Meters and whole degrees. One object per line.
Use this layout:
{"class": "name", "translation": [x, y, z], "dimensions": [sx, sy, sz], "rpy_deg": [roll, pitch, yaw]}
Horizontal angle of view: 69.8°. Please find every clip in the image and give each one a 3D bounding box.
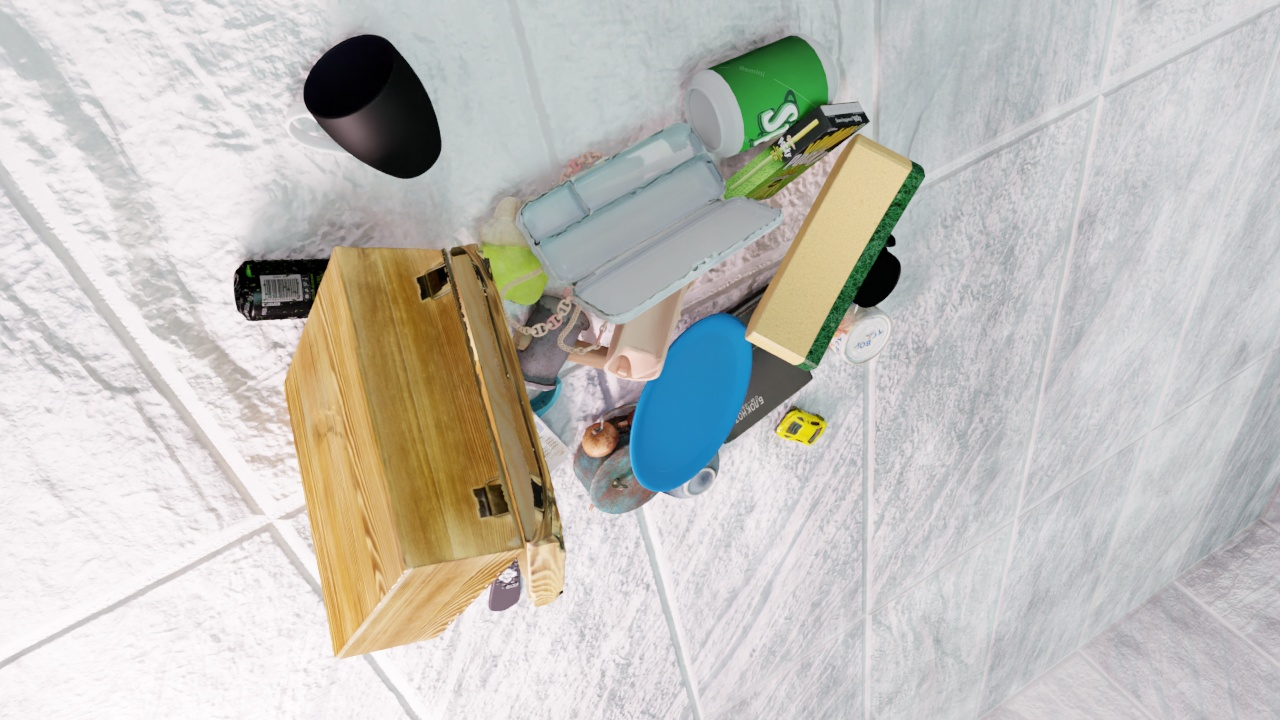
{"class": "clip", "translation": [-0.129, 0.054, 1.049], "dimensions": [0.119, 0.033, 0.121], "rpy_deg": [-37, 137, -10]}

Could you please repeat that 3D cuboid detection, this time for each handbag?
{"class": "handbag", "translation": [-0.039, -0.090, 0.950], "dimensions": [0.187, 0.117, 0.198], "rpy_deg": [20, 78, -11]}

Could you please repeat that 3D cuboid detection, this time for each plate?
{"class": "plate", "translation": [0.055, 0.047, 1.072], "dimensions": [0.223, 0.024, 0.225], "rpy_deg": [-32, 135, -39]}

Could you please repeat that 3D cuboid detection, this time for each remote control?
{"class": "remote control", "translation": [-0.177, 0.288, 1.212], "dimensions": [0.046, 0.009, 0.125], "rpy_deg": [-11, 129, -29]}
{"class": "remote control", "translation": [-0.120, 0.101, 1.070], "dimensions": [0.050, 0.011, 0.136], "rpy_deg": [-46, 154, -8]}

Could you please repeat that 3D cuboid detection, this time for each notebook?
{"class": "notebook", "translation": [0.140, 0.007, 1.202], "dimensions": [0.169, 0.029, 0.209], "rpy_deg": [-35, 135, -6]}

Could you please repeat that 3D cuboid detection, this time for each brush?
{"class": "brush", "translation": [0.207, -0.117, 1.010], "dimensions": [0.250, 0.075, 0.195], "rpy_deg": [-62, 178, 10]}

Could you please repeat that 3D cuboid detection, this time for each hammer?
{"class": "hammer", "translation": [-0.006, 0.006, 1.066], "dimensions": [0.327, 0.052, 0.098], "rpy_deg": [15, 114, -39]}

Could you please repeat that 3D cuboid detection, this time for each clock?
{"class": "clock", "translation": [-0.018, 0.120, 1.145], "dimensions": [0.121, 0.073, 0.158], "rpy_deg": [-18, 131, -23]}
{"class": "clock", "translation": [0.293, -0.121, 1.194], "dimensions": [0.091, 0.042, 0.121], "rpy_deg": [-33, 137, -9]}

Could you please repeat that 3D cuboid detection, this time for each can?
{"class": "can", "translation": [-0.286, -0.064, 0.817], "dimensions": [0.137, 0.054, 0.054], "rpy_deg": [-6, 126, -32]}
{"class": "can", "translation": [0.302, -0.039, 1.267], "dimensions": [0.086, 0.043, 0.086], "rpy_deg": [-18, 132, -21]}
{"class": "can", "translation": [0.121, -0.266, 0.921], "dimensions": [0.139, 0.088, 0.088], "rpy_deg": [-26, 135, -16]}

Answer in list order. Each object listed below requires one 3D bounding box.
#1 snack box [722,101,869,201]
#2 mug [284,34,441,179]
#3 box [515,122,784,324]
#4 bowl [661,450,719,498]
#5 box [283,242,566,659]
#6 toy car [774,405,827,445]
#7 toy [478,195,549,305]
{"class": "snack box", "translation": [0.160, -0.215, 0.964], "dimensions": [0.080, 0.025, 0.148], "rpy_deg": [-21, 170, -46]}
{"class": "mug", "translation": [-0.225, -0.194, 0.749], "dimensions": [0.119, 0.084, 0.100], "rpy_deg": [-13, 152, 13]}
{"class": "box", "translation": [0.009, -0.127, 0.870], "dimensions": [0.210, 0.186, 0.084], "rpy_deg": [-35, 157, -17]}
{"class": "bowl", "translation": [0.068, 0.148, 1.242], "dimensions": [0.110, 0.055, 0.110], "rpy_deg": [-18, 132, -22]}
{"class": "box", "translation": [-0.159, 0.068, 0.796], "dimensions": [0.220, 0.279, 0.259], "rpy_deg": [-3, 151, -32]}
{"class": "toy car", "translation": [0.238, 0.099, 1.343], "dimensions": [0.106, 0.030, 0.049], "rpy_deg": [16, 112, -44]}
{"class": "toy", "translation": [-0.125, -0.107, 0.906], "dimensions": [0.092, 0.046, 0.115], "rpy_deg": [-4, 119, -35]}
